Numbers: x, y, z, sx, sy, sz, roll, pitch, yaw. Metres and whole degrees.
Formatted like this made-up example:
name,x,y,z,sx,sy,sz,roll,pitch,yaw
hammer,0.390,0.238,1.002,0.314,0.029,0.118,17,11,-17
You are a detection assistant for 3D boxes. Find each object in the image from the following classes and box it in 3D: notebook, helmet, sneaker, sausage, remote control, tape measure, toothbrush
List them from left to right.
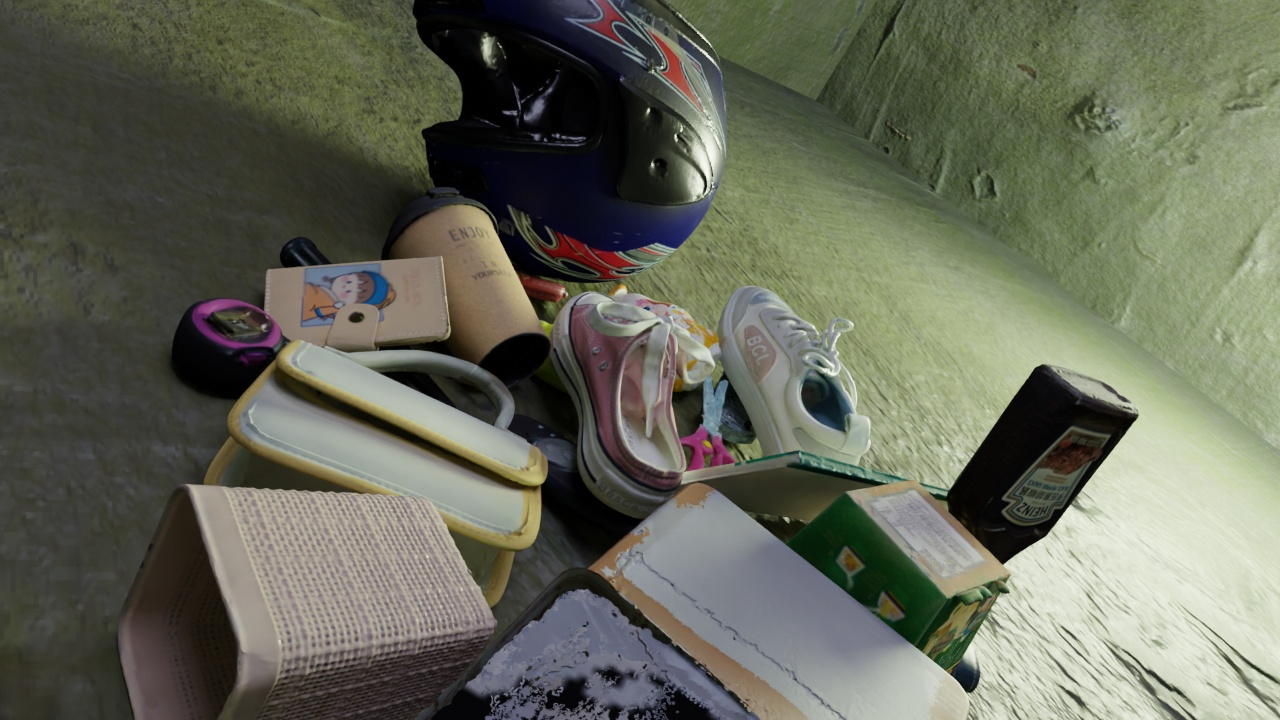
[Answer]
name,x,y,z,sx,sy,sz,roll,pitch,yaw
tape measure,-0.234,-0.010,0.524,0.057,0.039,0.057,35,25,9
toothbrush,-0.172,-0.010,0.615,0.027,0.026,0.212,-36,67,-28
sausage,-0.129,-0.074,0.786,0.155,0.020,0.020,14,30,-33
helmet,-0.071,-0.196,0.802,0.315,0.240,0.248,20,-1,-45
remote control,-0.040,0.078,0.588,0.136,0.024,0.053,32,24,22
sneaker,-0.004,0.004,0.626,0.118,0.088,0.240,27,22,-21
sneaker,0.130,0.001,0.771,0.089,0.091,0.241,14,38,-24
notebook,0.124,0.094,0.628,0.209,0.151,0.012,16,68,-35

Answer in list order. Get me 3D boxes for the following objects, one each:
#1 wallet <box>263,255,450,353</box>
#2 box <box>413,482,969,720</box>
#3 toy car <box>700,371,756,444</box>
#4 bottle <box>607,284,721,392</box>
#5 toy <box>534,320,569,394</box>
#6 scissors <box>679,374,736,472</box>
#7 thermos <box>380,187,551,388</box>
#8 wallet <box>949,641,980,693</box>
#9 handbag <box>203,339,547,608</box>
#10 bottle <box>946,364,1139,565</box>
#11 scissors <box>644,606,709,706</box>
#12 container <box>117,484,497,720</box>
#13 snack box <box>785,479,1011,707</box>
name,x,y,z,sx,sy,sz,roll,pitch,yaw
wallet,-0.183,-0.033,0.593,0.115,0.024,0.087,-5,43,-12
box,0.030,0.156,0.373,0.179,0.111,0.258,38,51,15
toy car,0.089,0.035,0.809,0.054,0.037,0.120,33,33,3
bottle,0.015,-0.022,0.798,0.108,0.063,0.063,37,26,14
toy,-0.047,0.006,0.714,0.100,0.031,0.096,18,30,-27
scissors,0.064,0.057,0.731,0.073,0.017,0.137,27,38,-1
thermos,-0.126,-0.050,0.671,0.092,0.093,0.143,0,46,-48
wallet,0.174,0.179,0.640,0.115,0.033,0.090,26,23,-9
handbag,-0.130,0.037,0.515,0.163,0.063,0.178,26,29,-13
bottle,0.229,0.095,0.583,0.079,0.195,0.044,12,27,-28
scissors,0.052,0.160,0.553,0.234,0.022,0.220,37,21,19
container,-0.130,0.107,0.367,0.110,0.090,0.090,8,33,-46
snack box,0.137,0.132,0.532,0.118,0.106,0.117,1,38,-45
